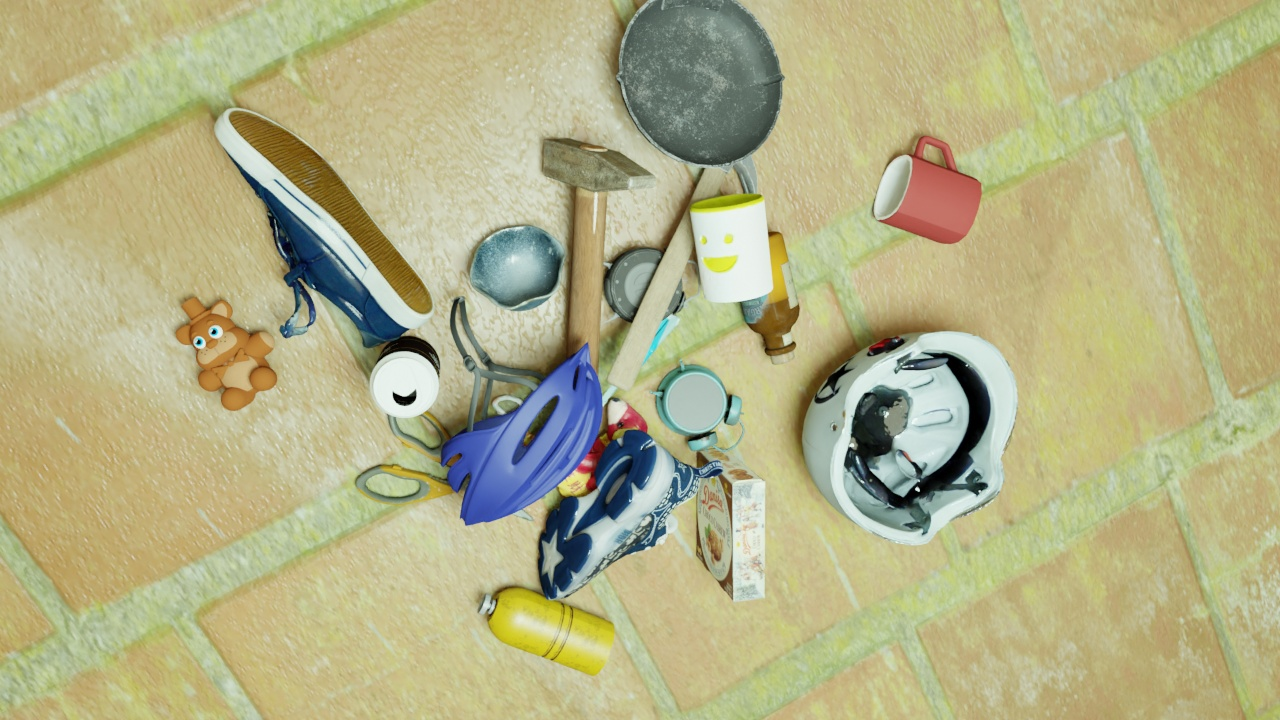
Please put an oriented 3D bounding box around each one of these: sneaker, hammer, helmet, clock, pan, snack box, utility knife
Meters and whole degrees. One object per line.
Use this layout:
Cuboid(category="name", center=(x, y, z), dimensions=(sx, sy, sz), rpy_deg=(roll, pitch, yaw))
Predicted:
Cuboid(category="sneaker", center=(-0.364, -0.128, 0.990), dimensions=(0.127, 0.120, 0.294), rpy_deg=(-31, 108, 19))
Cuboid(category="hammer", center=(0.041, -0.119, 1.057), dimensions=(0.119, 0.031, 0.330), rpy_deg=(28, 77, -18))
Cuboid(category="helmet", center=(0.315, 0.078, 1.120), dimensions=(0.263, 0.164, 0.236), rpy_deg=(-44, 109, -8))
Cuboid(category="sneaker", center=(-0.018, 0.198, 1.090), dimensions=(0.132, 0.103, 0.270), rpy_deg=(17, 124, -34))
Cuboid(category="helmet", center=(-0.160, 0.049, 1.019), dimensions=(0.227, 0.148, 0.241), rpy_deg=(44, 91, -3))
Cuboid(category="clock", center=(0.075, 0.061, 1.122), dimensions=(0.124, 0.053, 0.090), rpy_deg=(43, 89, -3))
Cuboid(category="hammer", center=(-0.056, -0.089, 1.044), dimensions=(0.037, 0.158, 0.301), rpy_deg=(-14, 118, -38))
Cuboid(category="clock", center=(0.007, -0.089, 1.088), dimensions=(0.122, 0.044, 0.091), rpy_deg=(-10, 98, -15))
Cuboid(category="pan", center=(0.057, -0.392, 1.036), dimensions=(0.207, 0.040, 0.357), rpy_deg=(-6, 91, -22))
Cuboid(category="snack box", center=(0.107, 0.194, 1.110), dimensions=(0.041, 0.143, 0.147), rpy_deg=(-3, 101, -13))
Cuboid(category="utility knife", center=(-0.007, 0.006, 1.101), dimensions=(0.022, 0.015, 0.158), rpy_deg=(32, 76, 24))

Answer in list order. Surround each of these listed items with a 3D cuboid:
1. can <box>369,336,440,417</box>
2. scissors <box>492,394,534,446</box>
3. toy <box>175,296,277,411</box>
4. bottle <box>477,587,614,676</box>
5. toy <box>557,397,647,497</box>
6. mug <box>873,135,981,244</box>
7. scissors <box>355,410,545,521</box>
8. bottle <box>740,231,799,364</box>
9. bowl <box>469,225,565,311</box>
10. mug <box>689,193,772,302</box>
Cuboid(category="can", center=(-0.258, 0.017, 1.012), dimensions=(0.072, 0.128, 0.072), rpy_deg=(-2, 100, -11))
Cuboid(category="scissors", center=(-0.132, 0.087, 1.112), dimensions=(0.133, 0.012, 0.084), rpy_deg=(22, 93, -18))
Cuboid(category="toy", center=(-0.455, -0.012, 1.003), dimensions=(0.095, 0.065, 0.127), rpy_deg=(-35, 100, -1))
Cuboid(category="bottle", center=(-0.121, 0.328, 1.128), dimensions=(0.163, 0.071, 0.071), rpy_deg=(25, 94, -15))
Cuboid(category="toy", center=(-0.045, 0.117, 1.109), dimensions=(0.137, 0.067, 0.105), rpy_deg=(-43, 120, 5))
Cuboid(category="mug", center=(0.353, -0.211, 1.118), dimensions=(0.096, 0.080, 0.116), rpy_deg=(16, 90, -14))
Cuboid(category="scissors", center=(-0.220, 0.127, 1.099), dimensions=(0.225, 0.016, 0.166), rpy_deg=(9, 99, -13))
Cuboid(category="bottle", center=(0.155, -0.072, 1.109), dimensions=(0.068, 0.068, 0.157), rpy_deg=(-17, 103, -8))
Cuboid(category="bowl", center=(-0.136, -0.096, 1.044), dimensions=(0.110, 0.055, 0.110), rpy_deg=(-2, 62, 3))
Cuboid(category="mug", center=(0.103, -0.126, 1.026), dimensions=(0.082, 0.082, 0.106), rpy_deg=(-13, 108, -9))
